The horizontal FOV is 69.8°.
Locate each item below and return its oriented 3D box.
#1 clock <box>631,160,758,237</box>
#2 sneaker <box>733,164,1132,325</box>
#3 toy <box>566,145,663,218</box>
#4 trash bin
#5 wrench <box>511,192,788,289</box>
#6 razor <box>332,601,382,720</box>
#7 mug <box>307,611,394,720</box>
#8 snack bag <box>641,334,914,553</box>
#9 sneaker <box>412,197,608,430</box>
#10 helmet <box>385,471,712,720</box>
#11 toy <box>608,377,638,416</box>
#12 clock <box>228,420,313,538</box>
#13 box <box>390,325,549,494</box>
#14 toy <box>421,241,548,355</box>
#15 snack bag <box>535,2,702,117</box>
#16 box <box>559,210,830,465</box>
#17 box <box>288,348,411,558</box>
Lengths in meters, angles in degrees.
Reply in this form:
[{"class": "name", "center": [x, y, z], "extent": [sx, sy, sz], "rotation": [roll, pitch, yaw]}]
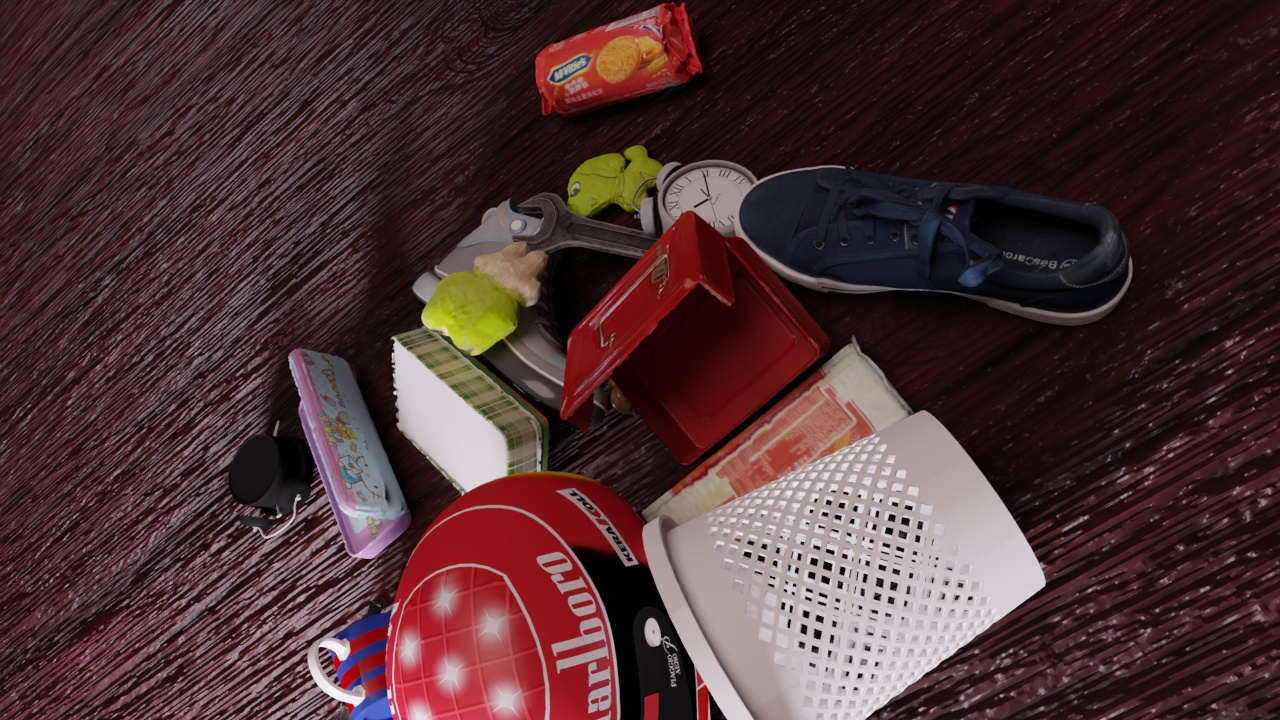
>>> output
[{"class": "clock", "center": [0.051, -0.137, 0.807], "extent": [0.123, 0.035, 0.094], "rotation": [17, 59, 19]}, {"class": "sneaker", "center": [0.195, -0.098, 0.666], "extent": [0.295, 0.127, 0.120], "rotation": [14, 77, 27]}, {"class": "toy", "center": [-0.029, -0.171, 0.892], "extent": [0.093, 0.036, 0.094], "rotation": [28, 82, 31]}, {"class": "trash bin", "center": [0.138, 0.142, 0.608], "extent": [0.200, 0.195, 0.195], "rotation": [-33, 59, 6]}, {"class": "wrench", "center": [0.004, -0.103, 0.823], "extent": [0.273, 0.010, 0.069], "rotation": [15, 63, 20]}, {"class": "razor", "center": [-0.273, 0.303, 0.878], "extent": [0.043, 0.022, 0.144], "rotation": [16, 73, -9]}, {"class": "mug", "center": [-0.242, 0.276, 0.813], "extent": [0.075, 0.111, 0.076], "rotation": [-42, 57, 16]}, {"class": "snack bag", "center": [0.105, 0.083, 0.724], "extent": [0.225, 0.041, 0.077], "rotation": [-40, 59, 11]}, {"class": "sneaker", "center": [-0.092, -0.055, 0.864], "extent": [0.257, 0.093, 0.160], "rotation": [35, 84, 33]}, {"class": "helmet", "center": [-0.064, 0.212, 0.636], "extent": [0.198, 0.224, 0.270], "rotation": [-20, 75, 20]}, {"class": "toy", "center": [-0.005, 0.005, 0.813], "extent": [0.055, 0.041, 0.101], "rotation": [-13, 72, 14]}, {"class": "clock", "center": [-0.400, 0.132, 0.996], "extent": [0.091, 0.042, 0.120], "rotation": [-33, 60, 16]}, {"class": "box", "center": [-0.160, 0.059, 0.842], "extent": [0.205, 0.049, 0.118], "rotation": [34, 132, 40]}, {"class": "toy", "center": [-0.132, -0.059, 0.810], "extent": [0.092, 0.043, 0.117], "rotation": [31, 70, 33]}, {"class": "snack bag", "center": [-0.022, -0.297, 0.910], "extent": [0.177, 0.082, 0.082], "rotation": [-8, 69, 27]}, {"class": "box", "center": [0.046, -0.006, 0.713], "extent": [0.158, 0.165, 0.151], "rotation": [-44, 29, 26]}, {"class": "box", "center": [-0.312, 0.090, 0.930], "extent": [0.089, 0.093, 0.214], "rotation": [-40, 58, 12]}]
